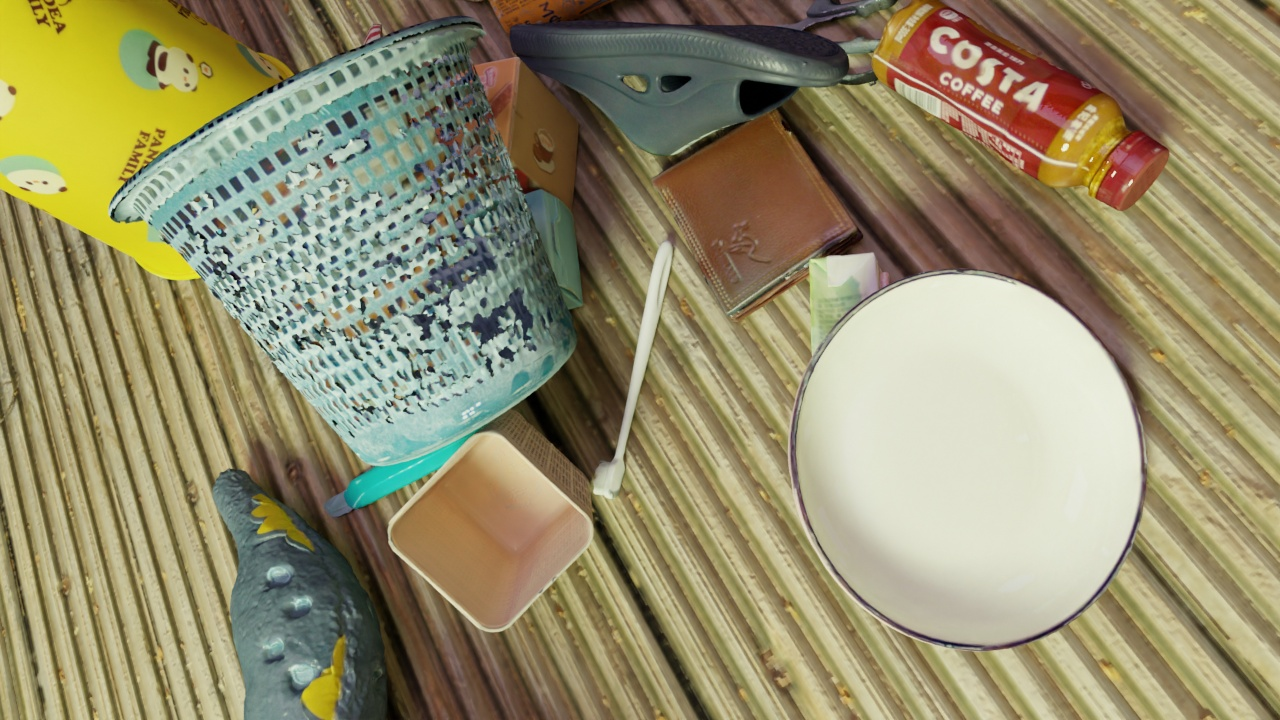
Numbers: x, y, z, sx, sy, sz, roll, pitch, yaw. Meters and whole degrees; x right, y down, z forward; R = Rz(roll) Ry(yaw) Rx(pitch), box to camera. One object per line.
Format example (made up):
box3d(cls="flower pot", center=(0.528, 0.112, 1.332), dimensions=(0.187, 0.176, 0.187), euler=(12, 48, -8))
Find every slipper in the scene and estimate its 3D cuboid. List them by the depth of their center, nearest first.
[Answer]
box3d(cls="slipper", center=(0.019, -0.187, 0.623), dimensions=(0.268, 0.110, 0.083), euler=(20, 120, 37))

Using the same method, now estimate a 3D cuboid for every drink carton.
box3d(cls="drink carton", center=(0.126, 0.002, 0.537), dimensions=(0.046, 0.053, 0.122), euler=(-4, 73, 21))

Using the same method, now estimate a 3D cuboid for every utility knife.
box3d(cls="utility knife", center=(-0.166, 0.075, 0.668), dimensions=(0.175, 0.013, 0.029), euler=(-28, 63, 18))

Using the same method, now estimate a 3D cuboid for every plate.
box3d(cls="plate", center=(0.165, 0.050, 0.478), dimensions=(0.192, 0.039, 0.192), euler=(1, 83, -9))

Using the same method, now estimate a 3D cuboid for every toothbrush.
box3d(cls="toothbrush", center=(-0.004, 0.004, 0.616), dimensions=(0.016, 0.016, 0.180), euler=(8, 78, 31))

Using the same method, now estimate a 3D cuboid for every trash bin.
box3d(cls="trash bin", center=(-0.146, -0.056, 0.538), dimensions=(0.227, 0.226, 0.195), euler=(-25, 105, 15))
box3d(cls="trash bin", center=(-0.447, -0.216, 0.742), dimensions=(0.230, 0.255, 0.229), euler=(-7, 72, 22))

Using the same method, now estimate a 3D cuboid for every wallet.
box3d(cls="wallet", center=(0.073, -0.099, 0.605), dimensions=(0.101, 0.032, 0.124), euler=(-33, 64, 14))

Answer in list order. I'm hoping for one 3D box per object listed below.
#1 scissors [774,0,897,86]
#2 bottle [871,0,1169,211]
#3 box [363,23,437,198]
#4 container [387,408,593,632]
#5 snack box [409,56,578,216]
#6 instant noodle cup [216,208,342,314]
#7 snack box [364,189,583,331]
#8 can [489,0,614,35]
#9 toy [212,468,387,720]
box3d(cls="scissors", center=(0.100, -0.229, 0.643), dimensions=(0.163, 0.014, 0.165), euler=(-46, 60, 7))
box3d(cls="bottle", center=(0.219, -0.151, 0.539), dimensions=(0.057, 0.057, 0.175), euler=(-48, 63, 4))
box3d(cls="box", center=(-0.202, -0.188, 0.721), dimensions=(0.076, 0.086, 0.163), euler=(-13, 71, 31))
box3d(cls="container", center=(-0.084, 0.089, 0.560), dimensions=(0.090, 0.111, 0.090), euler=(44, 94, -6))
box3d(cls="snack box", center=(-0.108, -0.154, 0.665), dimensions=(0.094, 0.092, 0.077), euler=(-3, 74, 23))
box3d(cls="instant noodle cup", center=(-0.286, -0.088, 0.728), dimensions=(0.110, 0.099, 0.099), euler=(37, 91, 21))
box3d(cls="snack box", center=(-0.130, -0.060, 0.669), dimensions=(0.175, 0.051, 0.074), euler=(-14, 70, 20))
box3d(cls="can", center=(-0.042, -0.297, 0.698), dimensions=(0.146, 0.058, 0.058), euler=(-18, 68, 18))
box3d(cls="toy", center=(-0.229, 0.218, 0.610), dimensions=(0.138, 0.091, 0.355), euler=(-29, 62, 27))
